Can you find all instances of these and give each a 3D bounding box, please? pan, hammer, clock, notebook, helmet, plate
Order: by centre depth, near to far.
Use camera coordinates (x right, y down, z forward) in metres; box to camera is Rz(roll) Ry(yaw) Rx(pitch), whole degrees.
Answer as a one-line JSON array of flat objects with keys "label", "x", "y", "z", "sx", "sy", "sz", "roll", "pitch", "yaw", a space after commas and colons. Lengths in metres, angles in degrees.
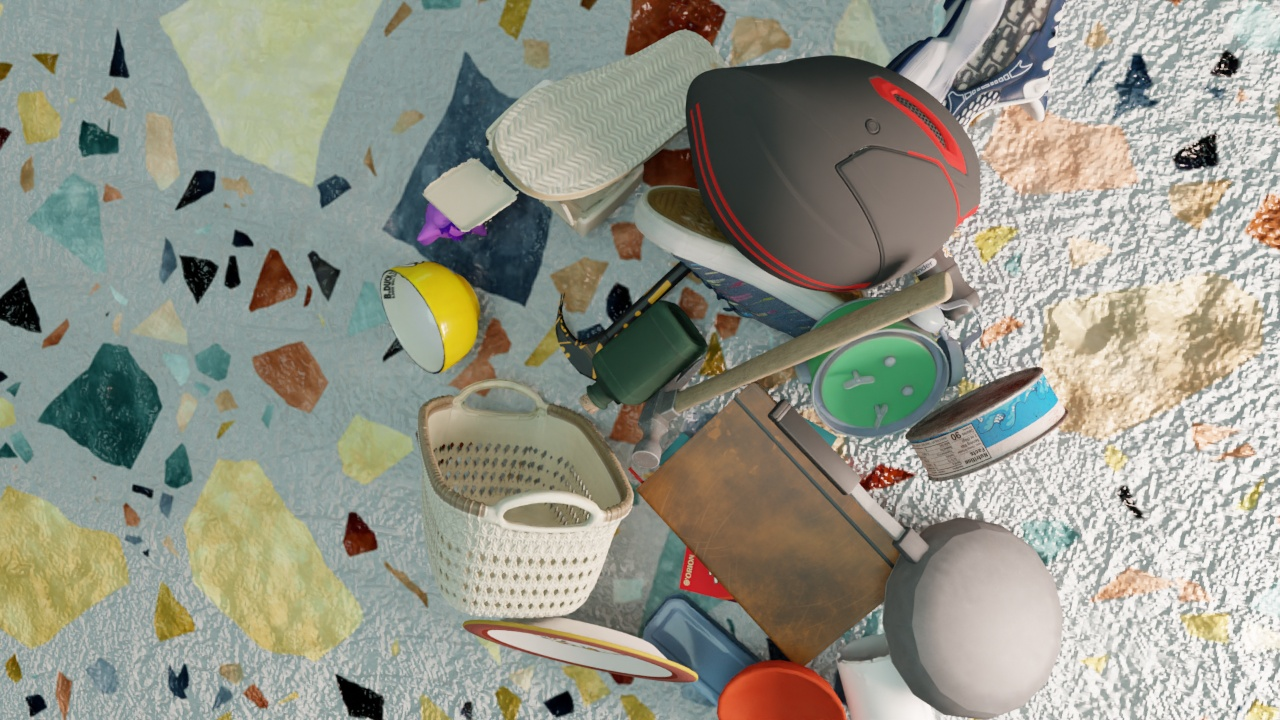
[{"label": "helmet", "x": 0.147, "y": -0.148, "z": 0.762, "sx": 0.264, "sy": 0.164, "sz": 0.169, "roll": 37, "pitch": 72, "yaw": -11}, {"label": "pan", "x": 0.242, "y": 0.167, "z": 0.808, "sx": 0.357, "sy": 0.041, "sz": 0.178, "roll": 46, "pitch": 71, "yaw": -6}, {"label": "hammer", "x": 0.121, "y": -0.003, "z": 0.814, "sx": 0.030, "sy": 0.119, "sz": 0.332, "roll": 40, "pitch": 134, "yaw": -25}, {"label": "clock", "x": 0.227, "y": 0.000, "z": 0.824, "sx": 0.162, "sy": 0.075, "sz": 0.122, "roll": -29, "pitch": 123, "yaw": 17}, {"label": "notebook", "x": 0.131, "y": 0.146, "z": 0.877, "sx": 0.179, "sy": 0.014, "sz": 0.249, "roll": -44, "pitch": 83, "yaw": 14}, {"label": "plate", "x": -0.057, "y": 0.273, "z": 0.883, "sx": 0.230, "sy": 0.230, "sz": 0.021, "roll": 7, "pitch": 65, "yaw": 13}, {"label": "hammer", "x": 0.047, "y": -0.099, "z": 0.908, "sx": 0.321, "sy": 0.036, "sz": 0.123, "roll": -42, "pitch": 90, "yaw": 14}]

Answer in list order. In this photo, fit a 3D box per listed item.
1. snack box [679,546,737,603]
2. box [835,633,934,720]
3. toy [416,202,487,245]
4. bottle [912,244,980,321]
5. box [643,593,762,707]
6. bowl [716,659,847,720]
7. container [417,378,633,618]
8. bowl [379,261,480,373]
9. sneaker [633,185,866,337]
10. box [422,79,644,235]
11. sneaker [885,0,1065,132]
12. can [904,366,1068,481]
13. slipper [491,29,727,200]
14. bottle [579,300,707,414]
[{"label": "snack box", "x": 0.118, "y": 0.165, "z": 0.910, "sx": 0.133, "sy": 0.035, "sz": 0.152, "roll": 11, "pitch": 97, "yaw": 13}, {"label": "box", "x": 0.242, "y": 0.288, "z": 0.871, "sx": 0.112, "sy": 0.084, "sz": 0.162, "roll": -18, "pitch": 89, "yaw": 23}, {"label": "toy", "x": -0.188, "y": -0.149, "z": 0.937, "sx": 0.106, "sy": 0.088, "sz": 0.056, "roll": -40, "pitch": 91, "yaw": 14}, {"label": "bottle", "x": 0.271, "y": -0.089, "z": 0.850, "sx": 0.036, "sy": 0.036, "sz": 0.110, "roll": -34, "pitch": 86, "yaw": 14}, {"label": "box", "x": 0.095, "y": 0.324, "z": 0.940, "sx": 0.210, "sy": 0.049, "sz": 0.066, "roll": 40, "pitch": 84, "yaw": 6}, {"label": "bowl", "x": 0.136, "y": 0.331, "z": 0.877, "sx": 0.122, "sy": 0.035, "sz": 0.122, "roll": 6, "pitch": 115, "yaw": 12}, {"label": "container", "x": -0.120, "y": 0.128, "z": 0.866, "sx": 0.184, "sy": 0.246, "sz": 0.143, "roll": 6, "pitch": 109, "yaw": -20}, {"label": "bowl", "x": -0.209, "y": -0.052, "z": 0.949, "sx": 0.117, "sy": 0.067, "sz": 0.117, "roll": 34, "pitch": 140, "yaw": 34}, {"label": "sneaker", "x": 0.093, "y": -0.083, "z": 0.857, "sx": 0.235, "sy": 0.087, "sz": 0.079, "roll": 25, "pitch": 127, "yaw": -13}, {"label": "box", "x": -0.093, "y": -0.187, "z": 0.878, "sx": 0.145, "sy": 0.185, "sz": 0.096, "roll": 41, "pitch": 145, "yaw": 6}, {"label": "sneaker", "x": 0.321, "y": -0.272, "z": 0.805, "sx": 0.132, "sy": 0.103, "sz": 0.270, "roll": 40, "pitch": 103, "yaw": -7}, {"label": "can", "x": 0.302, "y": 0.056, "z": 0.806, "sx": 0.130, "sy": 0.129, "sz": 0.044, "roll": -30, "pitch": 87, "yaw": 14}, {"label": "slipper", "x": -0.025, "y": -0.226, "z": 0.845, "sx": 0.262, "sy": 0.052, "sz": 0.115, "roll": -36, "pitch": 89, "yaw": -28}, {"label": "bottle", "x": -0.005, "y": 0.005, "z": 0.888, "sx": 0.131, "sy": 0.061, "sz": 0.061, "roll": -40, "pitch": 74, "yaw": 17}]
